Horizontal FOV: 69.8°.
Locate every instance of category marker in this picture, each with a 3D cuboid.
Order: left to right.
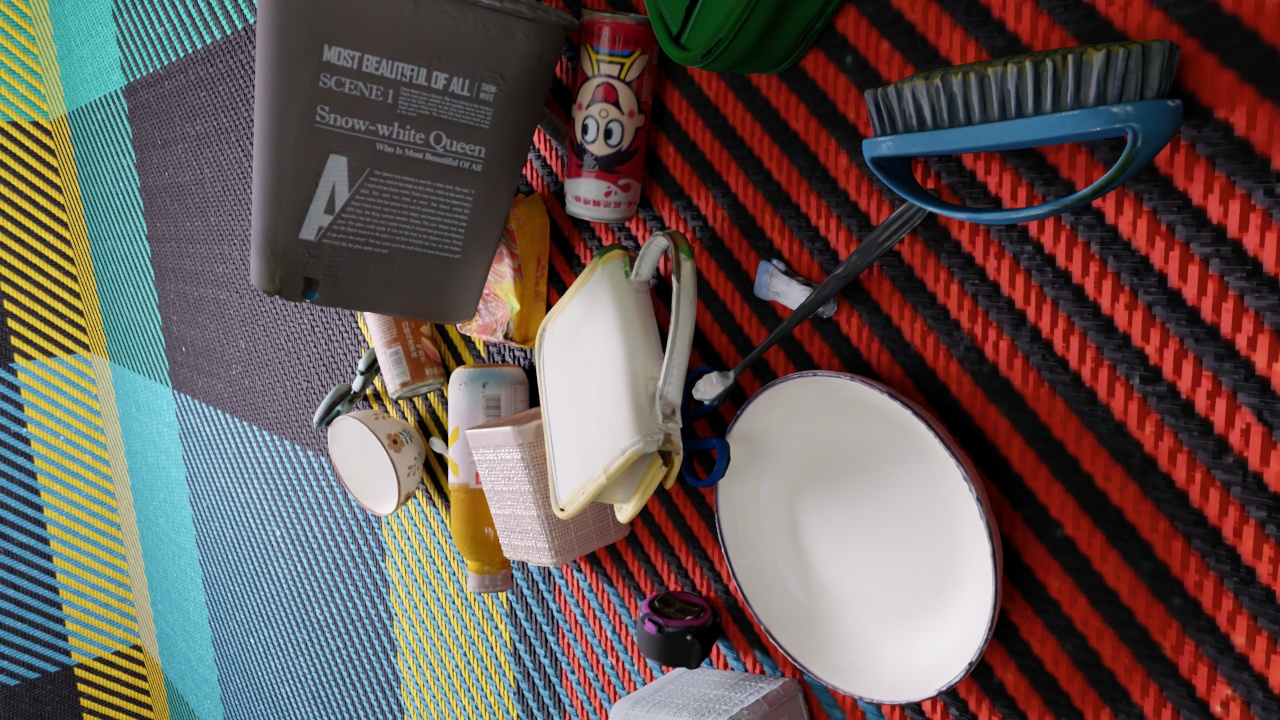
[{"bbox_3d":[-0.085,-0.195,0.710,0.145,0.017,0.017,45,130,32],"label":"marker"}]

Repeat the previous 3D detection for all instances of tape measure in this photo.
[{"bbox_3d":[0.026,0.188,0.651,0.058,0.057,0.039,9,106,24],"label":"tape measure"}]

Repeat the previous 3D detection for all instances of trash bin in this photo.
[{"bbox_3d":[-0.171,-0.158,0.631,0.198,0.199,0.220,-122,44,-61],"label":"trash bin"}]

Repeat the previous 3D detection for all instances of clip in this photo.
[{"bbox_3d":[0.090,-0.041,0.546,0.057,0.032,0.025,35,121,43],"label":"clip"}]

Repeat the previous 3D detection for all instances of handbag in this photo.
[{"bbox_3d":[-0.004,0.004,0.601,0.179,0.063,0.163,-49,42,45],"label":"handbag"},{"bbox_3d":[0.059,-0.232,0.503,0.132,0.067,0.120,-51,54,44],"label":"handbag"}]

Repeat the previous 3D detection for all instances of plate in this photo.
[{"bbox_3d":[0.123,0.097,0.527,0.193,0.039,0.192,17,112,47],"label":"plate"}]

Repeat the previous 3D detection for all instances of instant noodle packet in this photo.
[{"bbox_3d":[-0.119,-0.077,0.762,0.111,0.044,0.128,14,110,42],"label":"instant noodle packet"}]

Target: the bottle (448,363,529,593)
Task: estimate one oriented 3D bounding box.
[{"bbox_3d":[-0.127,0.098,0.774,0.068,0.067,0.189,-5,84,50],"label":"bottle"}]

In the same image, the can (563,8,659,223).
[{"bbox_3d":[-0.020,-0.163,0.615,0.053,0.053,0.133,29,121,42],"label":"can"}]

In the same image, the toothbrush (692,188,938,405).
[{"bbox_3d":[0.093,-0.032,0.513,0.181,0.018,0.015,-43,50,27],"label":"toothbrush"}]

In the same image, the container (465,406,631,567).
[{"bbox_3d":[-0.069,0.094,0.714,0.090,0.089,0.111,-9,96,50],"label":"container"}]

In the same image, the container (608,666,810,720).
[{"bbox_3d":[0.054,0.261,0.616,0.112,0.090,0.090,-19,85,47],"label":"container"}]

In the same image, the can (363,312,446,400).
[{"bbox_3d":[-0.237,-0.038,0.896,0.058,0.057,0.147,-27,79,49],"label":"can"}]

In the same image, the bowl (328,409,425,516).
[{"bbox_3d":[-0.266,0.098,0.954,0.113,0.062,0.114,18,122,32],"label":"bowl"}]

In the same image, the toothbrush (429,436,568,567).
[{"bbox_3d":[-0.136,0.122,0.846,0.225,0.027,0.026,30,85,41],"label":"toothbrush"}]

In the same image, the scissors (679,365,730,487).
[{"bbox_3d":[0.019,0.063,0.625,0.173,0.012,0.132,117,149,-42],"label":"scissors"}]

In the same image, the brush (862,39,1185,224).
[{"bbox_3d":[0.165,-0.099,0.414,0.144,0.055,0.073,5,103,48],"label":"brush"}]

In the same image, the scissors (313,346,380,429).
[{"bbox_3d":[-0.300,0.024,0.989,0.019,0.143,0.180,39,169,-4],"label":"scissors"}]
